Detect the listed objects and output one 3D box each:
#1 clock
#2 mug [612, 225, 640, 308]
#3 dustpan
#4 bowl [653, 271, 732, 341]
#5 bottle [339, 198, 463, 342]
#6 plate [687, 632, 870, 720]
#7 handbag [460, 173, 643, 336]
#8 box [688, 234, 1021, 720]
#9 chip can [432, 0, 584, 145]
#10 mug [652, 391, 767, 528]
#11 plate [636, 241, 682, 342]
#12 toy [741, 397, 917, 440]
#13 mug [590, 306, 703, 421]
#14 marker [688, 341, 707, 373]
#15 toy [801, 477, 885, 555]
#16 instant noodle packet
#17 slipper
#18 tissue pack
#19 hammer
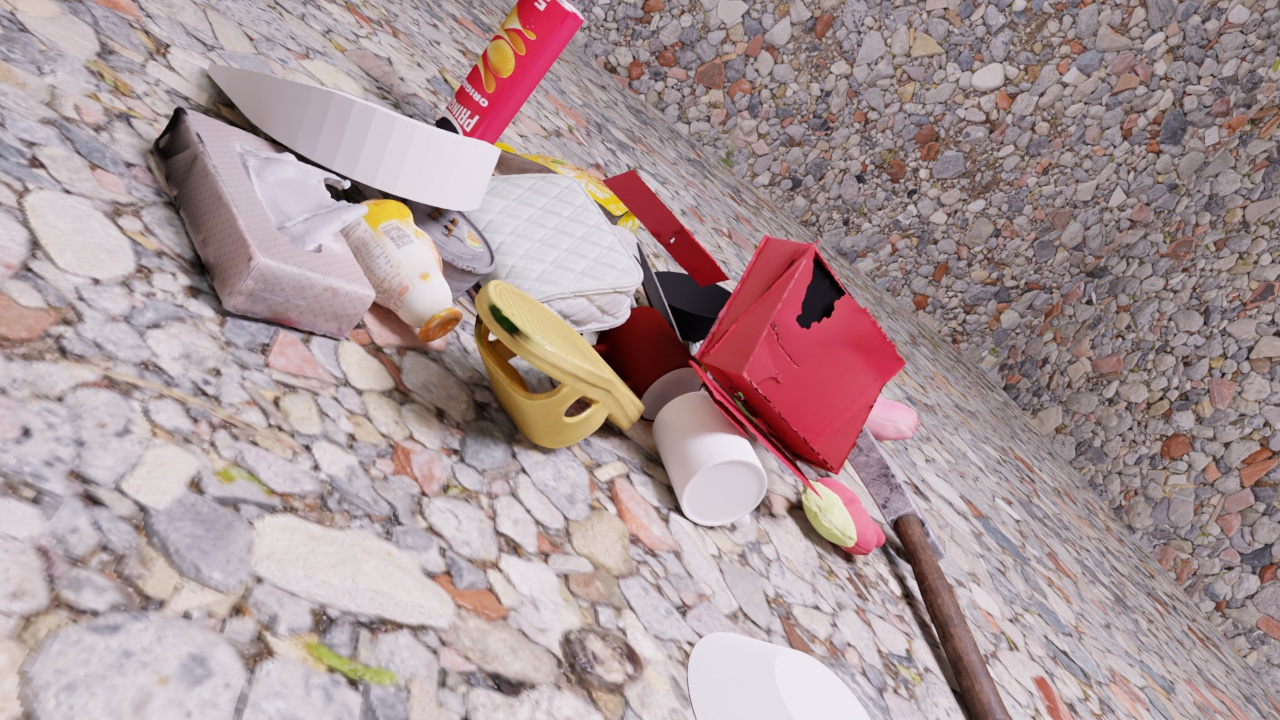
[{"bbox_3d":[-0.180,-0.108,0.770,0.103,0.056,0.148,11,37,-55],"label":"clock"},{"bbox_3d":[-0.028,-0.085,1.020,0.089,0.071,0.107,-89,155,-58],"label":"mug"},{"bbox_3d":[-0.223,-0.199,0.758,0.191,0.053,0.258,11,21,-41],"label":"dustpan"},{"bbox_3d":[0.057,-0.057,1.100,0.124,0.053,0.124,14,25,-7],"label":"bowl"},{"bbox_3d":[-0.175,-0.065,0.674,0.108,0.063,0.063,53,21,10],"label":"bottle"},{"bbox_3d":[0.109,0.237,0.590,0.174,0.036,0.173,36,19,-15],"label":"plate"},{"bbox_3d":[-0.095,-0.096,0.855,0.138,0.073,0.194,-9,45,-26],"label":"handbag"},{"bbox_3d":[0.176,0.083,0.733,0.213,0.148,0.374,43,18,-44],"label":"box"},{"bbox_3d":[-0.153,-0.302,1.000,0.069,0.221,0.069,36,20,-15],"label":"chip can"},{"bbox_3d":[0.064,0.095,0.788,0.110,0.074,0.090,60,4,-38],"label":"mug"},{"bbox_3d":[0.025,-0.039,0.963,0.178,0.012,0.178,108,-40,-90],"label":"plate"},{"bbox_3d":[0.192,0.045,1.034,0.237,0.097,0.192,18,-2,12],"label":"toy"},{"bbox_3d":[-0.005,0.005,0.851,0.105,0.073,0.082,-7,47,-34],"label":"mug"},{"bbox_3d":[0.066,-0.018,1.111,0.017,0.017,0.146,35,19,-17],"label":"marker"},{"bbox_3d":[0.208,0.160,0.939,0.135,0.045,0.091,23,29,-52],"label":"toy"},{"bbox_3d":[-0.105,-0.216,1.146,0.221,0.084,0.162,35,17,2],"label":"instant noodle packet"},{"bbox_3d":[-0.068,0.015,0.690,0.099,0.078,0.263,48,3,20],"label":"slipper"},{"bbox_3d":[-0.246,-0.100,0.616,0.103,0.071,0.181,15,28,-51],"label":"tissue pack"},{"bbox_3d":[0.281,0.216,0.903,0.218,0.037,0.300,52,17,-29],"label":"hammer"}]
